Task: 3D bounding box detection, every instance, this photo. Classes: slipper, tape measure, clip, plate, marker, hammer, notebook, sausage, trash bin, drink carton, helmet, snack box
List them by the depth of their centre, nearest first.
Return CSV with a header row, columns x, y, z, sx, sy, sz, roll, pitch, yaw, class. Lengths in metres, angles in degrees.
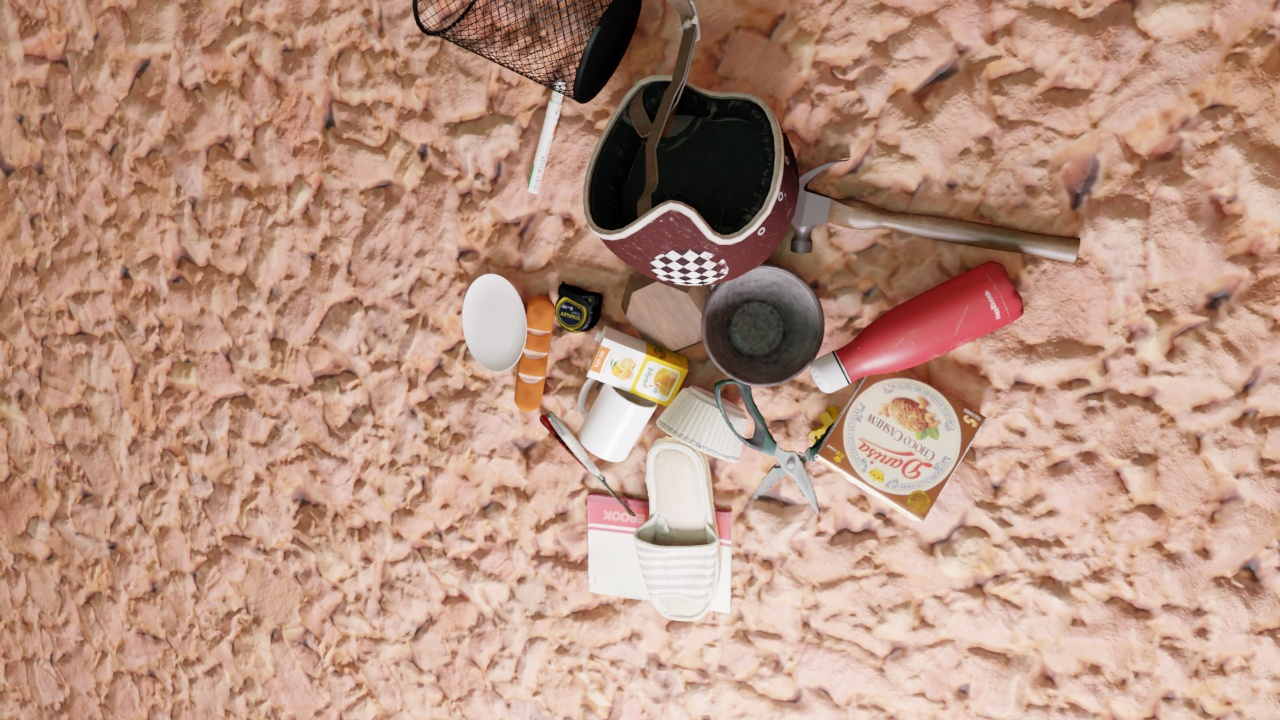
x,y,z,sx,sy,sz,roll,pitch,yaw,class
0.052,-0.208,1.018,0.235,0.253,0.233,-34,49,43,helmet
0.327,-0.155,1.049,0.323,0.033,0.115,13,109,16,hammer
-0.124,-0.416,1.072,0.210,0.183,0.184,31,112,4,trash bin
0.304,0.091,1.082,0.143,0.041,0.147,32,85,9,snack box
0.234,0.089,1.146,0.048,0.046,0.054,-32,93,-1,clip
0.035,-0.061,1.153,0.131,0.025,0.131,12,130,15,plate
-0.007,0.007,1.181,0.122,0.040,0.059,21,113,-9,drink carton
-0.121,-0.287,1.184,0.017,0.017,0.146,23,110,13,marker
0.049,0.230,1.214,0.114,0.053,0.273,4,110,14,slipper
-0.082,-0.067,1.217,0.062,0.034,0.061,21,106,23,tape measure
-0.144,-0.010,1.248,0.039,0.044,0.164,7,108,-8,sausage
-0.198,-0.051,1.257,0.135,0.011,0.134,8,102,41,plate
0.024,0.267,1.275,0.209,0.012,0.153,4,104,19,notebook

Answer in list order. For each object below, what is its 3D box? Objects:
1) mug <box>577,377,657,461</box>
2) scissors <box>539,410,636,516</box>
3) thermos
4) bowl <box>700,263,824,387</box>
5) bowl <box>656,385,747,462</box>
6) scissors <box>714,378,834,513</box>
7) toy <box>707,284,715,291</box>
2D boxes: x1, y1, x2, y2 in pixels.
x,y,z,sx,sy,sz,roll,pitch,yaw,class
-0.041,0.065,1.223,0.110,0.073,0.091,45,116,33,mug
-0.079,0.129,1.232,0.015,0.179,0.198,-41,54,-12,scissors
0.306,-0.030,1.041,0.240,0.073,0.073,-27,93,12,thermos
0.144,-0.040,1.110,0.145,0.067,0.145,0,89,1,bowl
0.085,0.076,1.157,0.115,0.115,0.062,26,95,12,bowl
0.194,0.081,1.114,0.204,0.015,0.201,-32,94,-6,scissors
0.055,-0.105,1.154,0.123,0.037,0.079,-3,111,33,toy
